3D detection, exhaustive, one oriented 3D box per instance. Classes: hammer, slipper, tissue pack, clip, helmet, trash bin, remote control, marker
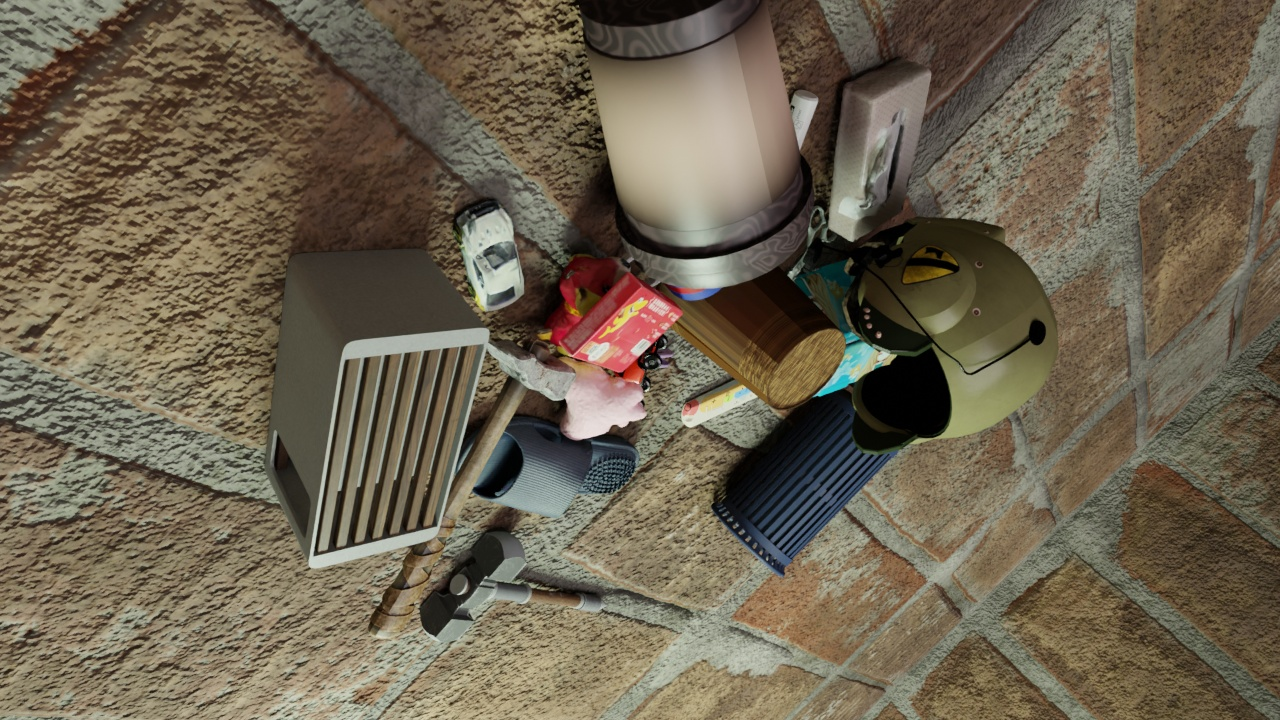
[{"bbox_3d":[-0.127,0.300,1.169,0.156,0.043,0.322,-48,146,8],"label":"hammer"},{"bbox_3d":[-0.085,0.129,0.997,0.263,0.082,0.101,13,119,-49],"label":"slipper"},{"bbox_3d":[-0.170,0.121,0.861,0.319,0.049,0.121,-61,155,4],"label":"hammer"},{"bbox_3d":[0.253,-0.214,0.973,0.103,0.071,0.182,-32,145,-27],"label":"tissue pack"},{"bbox_3d":[0.012,0.002,1.017,0.053,0.013,0.037,11,119,-45],"label":"clip"},{"bbox_3d":[0.298,-0.040,0.963,0.232,0.255,0.251,-29,141,-15],"label":"helmet"},{"bbox_3d":[0.234,0.164,1.283,0.249,0.139,0.139,-46,144,2],"label":"trash bin"},{"bbox_3d":[0.106,0.046,1.144,0.125,0.018,0.038,-24,140,-21],"label":"remote control"},{"bbox_3d":[0.145,-0.207,0.919,0.025,0.025,0.126,-12,134,-35],"label":"marker"},{"bbox_3d":[-0.222,0.039,0.749,0.114,0.114,0.229,-8,132,-38],"label":"trash bin"}]

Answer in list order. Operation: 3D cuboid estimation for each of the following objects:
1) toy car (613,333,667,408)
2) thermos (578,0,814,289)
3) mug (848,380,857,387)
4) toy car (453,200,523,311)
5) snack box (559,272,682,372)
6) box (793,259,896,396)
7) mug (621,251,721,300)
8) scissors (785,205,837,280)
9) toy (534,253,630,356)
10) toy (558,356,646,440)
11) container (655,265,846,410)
[{"bbox_3d":[-0.006,0.006,0.969,0.049,0.051,0.100,20,124,-1],"label":"toy car"},{"bbox_3d":[0.043,-0.194,0.729,0.172,0.172,0.226,-33,137,-13],"label":"thermos"},{"bbox_3d":[0.309,-0.021,1.230,0.077,0.071,0.105,-29,120,-18],"label":"mug"},{"bbox_3d":[-0.126,-0.086,0.784,0.048,0.033,0.106,-27,140,-19],"label":"toy car"},{"bbox_3d":[-0.014,-0.032,0.853,0.089,0.021,0.133,-44,162,9],"label":"snack box"},{"bbox_3d":[0.248,-0.035,1.102,0.226,0.083,0.172,-18,110,-28],"label":"box"},{"bbox_3d":[0.027,-0.102,0.886,0.112,0.074,0.076,-21,147,16],"label":"mug"},{"bbox_3d":[0.186,-0.109,1.038,0.090,0.014,0.171,18,97,-46],"label":"scissors"},{"bbox_3d":[-0.052,-0.047,0.875,0.105,0.067,0.137,-28,154,-15],"label":"toy"},{"bbox_3d":[-0.041,0.041,0.941,0.096,0.052,0.099,1,121,12],"label":"toy"},{"bbox_3d":[0.115,-0.039,0.939,0.132,0.167,0.132,-25,140,-23],"label":"container"}]
